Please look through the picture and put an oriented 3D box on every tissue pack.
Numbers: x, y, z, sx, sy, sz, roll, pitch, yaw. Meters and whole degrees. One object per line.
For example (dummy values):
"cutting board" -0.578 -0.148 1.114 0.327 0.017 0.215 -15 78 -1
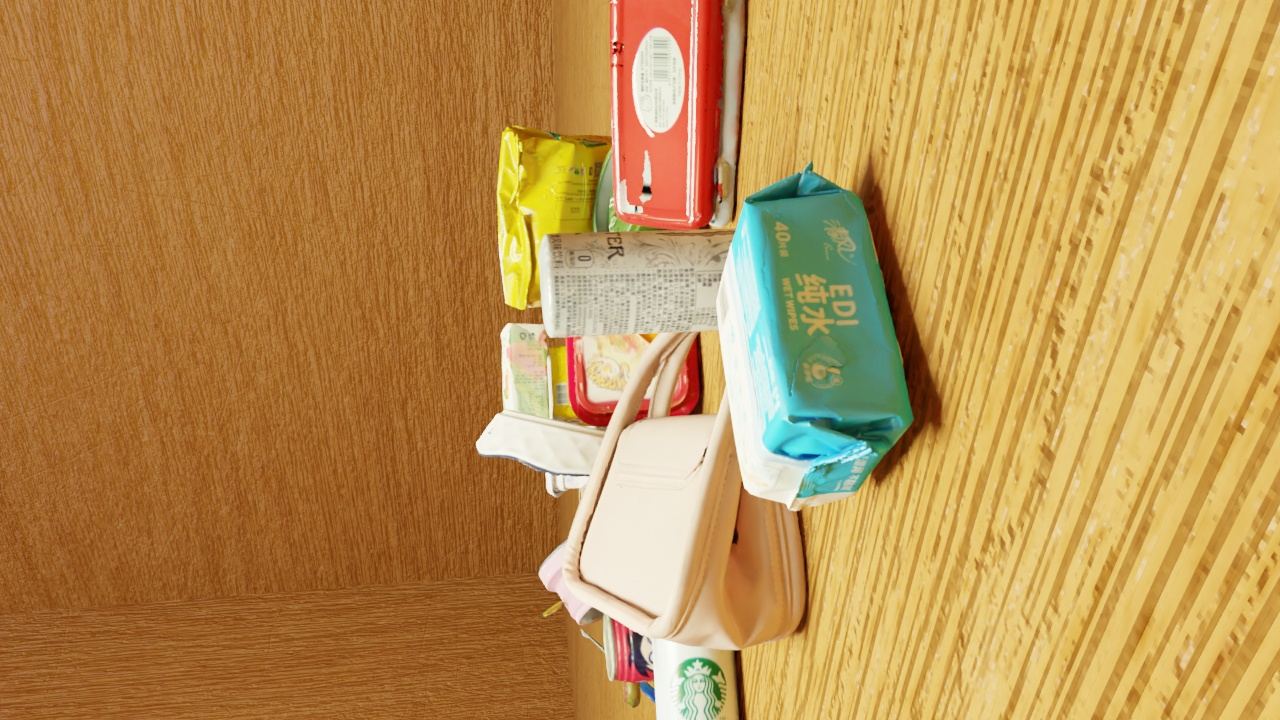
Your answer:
"tissue pack" 0.076 -0.008 0.417 0.090 0.063 0.139 99 167 -61

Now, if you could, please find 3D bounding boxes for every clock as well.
"clock" 0.003 -0.120 0.771 0.116 0.056 0.161 178 99 -65
"clock" -0.011 0.172 0.814 0.060 0.158 0.117 54 -171 23

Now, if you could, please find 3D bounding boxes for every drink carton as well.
"drink carton" -0.118 0.026 0.950 0.054 0.045 0.122 145 121 -68

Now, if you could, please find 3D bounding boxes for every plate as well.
"plate" -0.043 0.083 0.825 0.205 0.205 0.045 155 128 -81

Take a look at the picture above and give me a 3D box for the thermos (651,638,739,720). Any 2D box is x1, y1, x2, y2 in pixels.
"thermos" 0.043 0.252 0.713 0.073 0.073 0.224 133 135 -79

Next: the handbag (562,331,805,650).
"handbag" 0.033 0.064 0.616 0.194 0.093 0.234 -9 70 64

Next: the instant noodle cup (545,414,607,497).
"instant noodle cup" -0.049 0.078 1.111 0.173 0.060 0.138 -40 -43 -55

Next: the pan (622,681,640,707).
"pan" 0.000 0.222 0.960 0.357 0.078 0.198 -110 19 -64

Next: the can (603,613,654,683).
"can" 0.017 0.241 0.790 0.066 0.093 0.066 176 91 -82

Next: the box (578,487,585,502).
"box" -0.026 0.224 1.195 0.091 0.077 0.168 100 159 -54

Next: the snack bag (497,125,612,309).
"snack bag" -0.047 -0.138 0.869 0.245 0.068 0.158 -21 -68 -60

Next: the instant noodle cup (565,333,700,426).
"instant noodle cup" -0.005 0.005 0.849 0.124 0.116 0.116 68 -162 -81

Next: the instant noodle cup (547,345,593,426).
"instant noodle cup" -0.037 0.025 0.992 0.116 0.123 0.116 131 135 -78

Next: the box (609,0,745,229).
"box" 0.036 -0.199 0.655 0.097 0.095 0.202 -45 -40 -57

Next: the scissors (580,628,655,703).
"scissors" 0.000 0.331 0.941 0.174 0.012 0.162 30 162 37

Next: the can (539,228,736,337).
"can" 0.018 -0.044 0.517 0.058 0.146 0.058 176 91 -82
